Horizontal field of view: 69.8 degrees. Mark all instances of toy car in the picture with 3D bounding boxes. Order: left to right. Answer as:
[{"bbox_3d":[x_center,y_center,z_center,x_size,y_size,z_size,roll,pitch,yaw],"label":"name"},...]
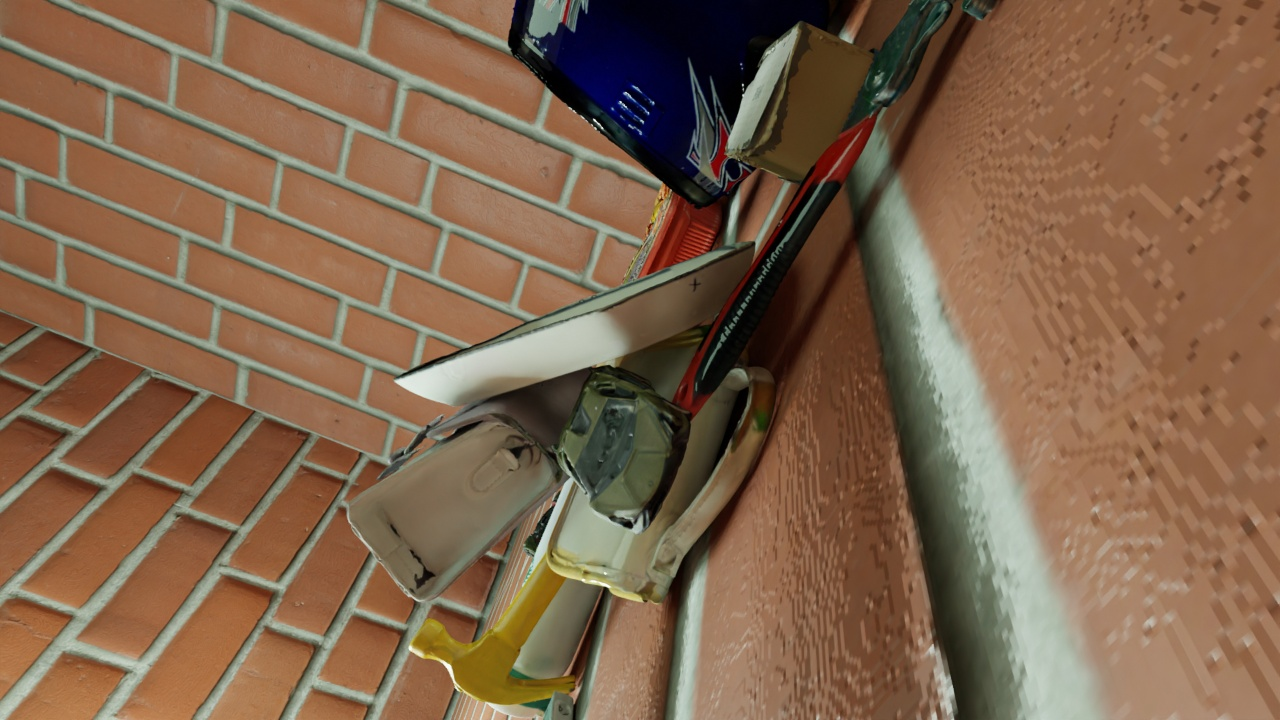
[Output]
[{"bbox_3d":[-0.062,0.165,0.886,0.156,0.041,0.071,-14,38,58],"label":"toy car"},{"bbox_3d":[-0.013,0.042,0.493,0.070,0.042,0.158,-66,18,0],"label":"toy car"}]

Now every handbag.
[{"bbox_3d":[-0.103,0.070,0.668,0.145,0.098,0.196,-36,2,15],"label":"handbag"},{"bbox_3d":[0.023,0.062,0.536,0.179,0.063,0.163,-13,54,66],"label":"handbag"}]

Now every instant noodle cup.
[{"bbox_3d":[0.038,-0.141,1.069,0.188,0.079,0.165,-80,14,-64],"label":"instant noodle cup"}]

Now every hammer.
[{"bbox_3d":[-0.051,0.141,0.731,0.300,0.129,0.033,-57,4,-1],"label":"hammer"}]

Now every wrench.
[{"bbox_3d":[0.083,-0.073,0.445,0.274,0.016,0.056,-58,18,25],"label":"wrench"}]

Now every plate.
[{"bbox_3d":[-0.043,-0.018,0.599,0.266,0.034,0.161,-17,8,36],"label":"plate"}]

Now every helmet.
[{"bbox_3d":[0.044,-0.289,0.797,0.241,0.247,0.315,-48,-23,11],"label":"helmet"}]

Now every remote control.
[{"bbox_3d":[-0.083,0.320,0.688,0.056,0.019,0.135,-105,38,-82],"label":"remote control"}]

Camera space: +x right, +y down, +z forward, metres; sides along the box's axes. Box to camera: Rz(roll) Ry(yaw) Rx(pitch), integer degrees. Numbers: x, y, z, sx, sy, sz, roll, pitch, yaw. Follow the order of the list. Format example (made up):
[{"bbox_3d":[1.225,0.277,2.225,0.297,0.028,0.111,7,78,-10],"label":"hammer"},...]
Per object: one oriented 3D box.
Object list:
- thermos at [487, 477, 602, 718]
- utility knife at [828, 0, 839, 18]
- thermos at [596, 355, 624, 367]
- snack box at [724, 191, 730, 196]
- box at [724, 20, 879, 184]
[{"bbox_3d":[-0.069,0.192,0.782,0.073,0.073,0.224,-166,99,-85],"label":"thermos"},{"bbox_3d":[0.158,-0.309,0.878,0.203,0.015,0.033,127,167,-75],"label":"utility knife"},{"bbox_3d":[-0.005,0.005,0.878,0.093,0.093,0.143,123,161,-65],"label":"thermos"},{"bbox_3d":[0.116,-0.259,1.004,0.084,0.026,0.157,-57,-10,-81],"label":"snack box"},{"bbox_3d":[0.103,-0.164,0.602,0.184,0.061,0.090,-94,26,-75],"label":"box"}]
